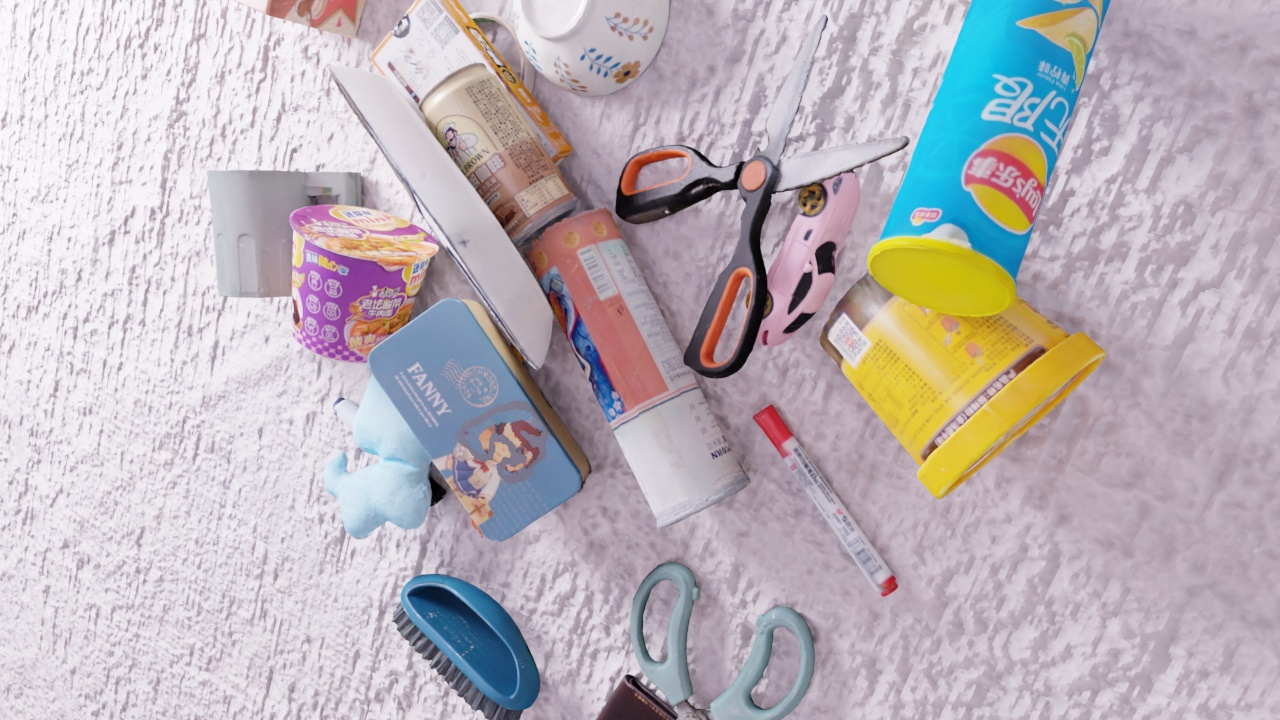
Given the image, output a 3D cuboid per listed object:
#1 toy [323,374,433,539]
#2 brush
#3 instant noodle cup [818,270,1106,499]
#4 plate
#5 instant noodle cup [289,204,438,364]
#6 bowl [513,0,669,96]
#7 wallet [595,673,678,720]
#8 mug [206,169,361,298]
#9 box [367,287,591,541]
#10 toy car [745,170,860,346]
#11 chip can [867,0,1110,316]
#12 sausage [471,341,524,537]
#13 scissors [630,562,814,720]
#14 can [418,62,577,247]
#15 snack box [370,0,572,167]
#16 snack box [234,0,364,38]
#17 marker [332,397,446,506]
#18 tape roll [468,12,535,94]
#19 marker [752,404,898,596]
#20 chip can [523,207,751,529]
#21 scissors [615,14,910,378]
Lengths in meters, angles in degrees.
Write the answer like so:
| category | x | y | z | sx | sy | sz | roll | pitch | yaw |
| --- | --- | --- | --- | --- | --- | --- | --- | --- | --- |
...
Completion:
| category | x | y | z | sx | sy | sz | roll | pitch | yaw |
| --- | --- | --- | --- | --- | --- | --- | --- | --- | --- |
| toy | -0.194 | 0.059 | 0.743 | 0.162 | 0.049 | 0.156 | -13 | 80 | 20 |
| brush | -0.136 | 0.223 | 0.738 | 0.144 | 0.055 | 0.074 | 40 | 113 | 18 |
| instant noodle cup | 0.174 | -0.002 | 0.522 | 0.114 | 0.118 | 0.119 | 49 | 115 | 21 |
| plate | -0.134 | -0.107 | 0.638 | 0.034 | 0.162 | 0.265 | -35 | 61 | -7 |
| instant noodle cup | -0.224 | -0.057 | 0.719 | 0.111 | 0.111 | 0.099 | 28 | 113 | 21 |
| bowl | -0.043 | -0.243 | 0.626 | 0.114 | 0.062 | 0.113 | 3 | 98 | 25 |
| wallet | -0.003 | 0.315 | 0.704 | 0.096 | 0.020 | 0.122 | 35 | 110 | 13 |
| mug | -0.295 | -0.107 | 0.769 | 0.124 | 0.083 | 0.103 | 1 | 99 | 1 |
| box | -0.118 | 0.036 | 0.674 | 0.090 | 0.062 | 0.184 | -36 | 94 | 7 |
| toy car | 0.106 | -0.063 | 0.578 | 0.037 | 0.056 | 0.122 | 33 | 110 | 23 |
| chip can | 0.184 | -0.130 | 0.469 | 0.071 | 0.071 | 0.210 | 17 | 76 | 24 |
| sausage | -0.113 | 0.064 | 0.724 | 0.021 | 0.021 | 0.165 | 17 | 105 | 24 |
| scissors | 0.035 | 0.224 | 0.665 | 0.172 | 0.019 | 0.177 | 39 | 107 | 17 |
| can | -0.097 | -0.140 | 0.630 | 0.059 | 0.058 | 0.116 | -32 | 94 | 26 |
| snack box | -0.125 | -0.189 | 0.673 | 0.075 | 0.026 | 0.153 | -38 | 91 | 28 |
| snack box | -0.269 | -0.315 | 0.711 | 0.077 | 0.094 | 0.093 | 28 | 108 | 21 |
| marker | -0.215 | 0.077 | 0.780 | 0.131 | 0.018 | 0.023 | 38 | 121 | 17 |
| tape roll | -0.119 | -0.218 | 0.694 | 0.086 | 0.013 | 0.086 | 4 | 99 | 26 |
| marker | 0.123 | 0.092 | 0.612 | 0.017 | 0.017 | 0.145 | -39 | 79 | 25 |
| chip can | -0.004 | 0.004 | 0.633 | 0.071 | 0.071 | 0.214 | -30 | 83 | 27 |
| scissors | 0.062 | -0.101 | 0.577 | 0.221 | 0.021 | 0.234 | 21 | 98 | 45 |
